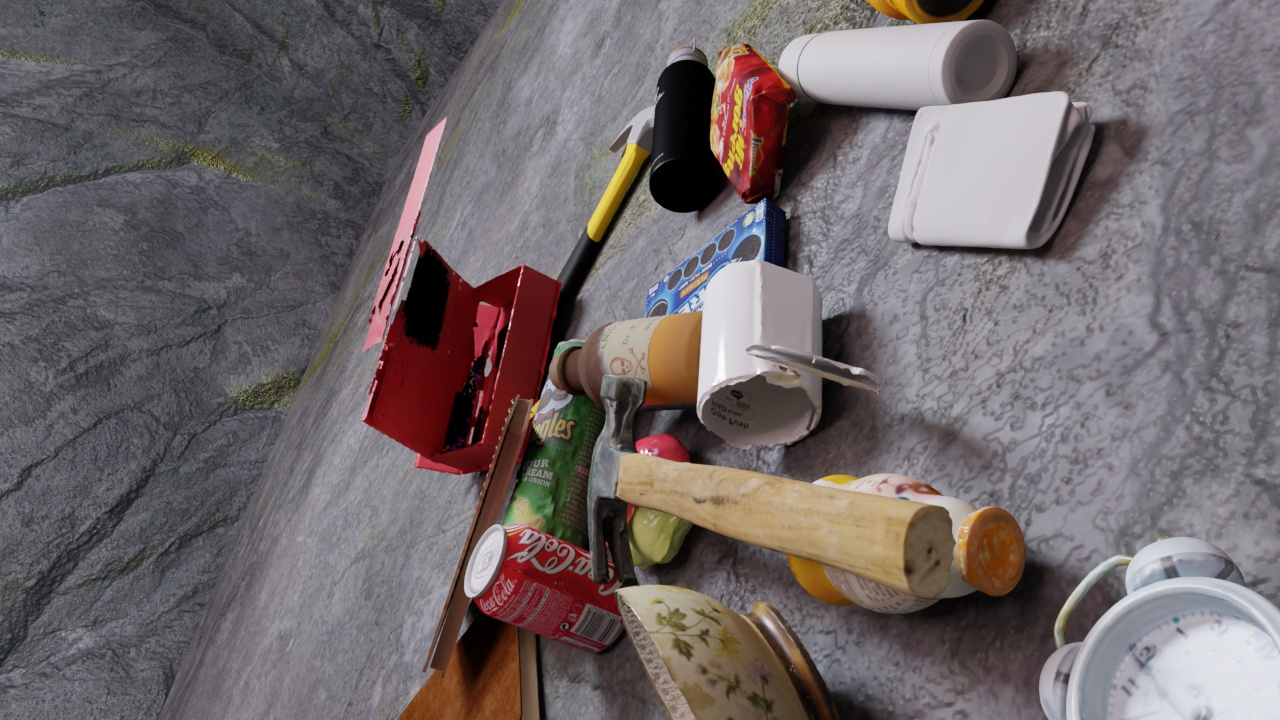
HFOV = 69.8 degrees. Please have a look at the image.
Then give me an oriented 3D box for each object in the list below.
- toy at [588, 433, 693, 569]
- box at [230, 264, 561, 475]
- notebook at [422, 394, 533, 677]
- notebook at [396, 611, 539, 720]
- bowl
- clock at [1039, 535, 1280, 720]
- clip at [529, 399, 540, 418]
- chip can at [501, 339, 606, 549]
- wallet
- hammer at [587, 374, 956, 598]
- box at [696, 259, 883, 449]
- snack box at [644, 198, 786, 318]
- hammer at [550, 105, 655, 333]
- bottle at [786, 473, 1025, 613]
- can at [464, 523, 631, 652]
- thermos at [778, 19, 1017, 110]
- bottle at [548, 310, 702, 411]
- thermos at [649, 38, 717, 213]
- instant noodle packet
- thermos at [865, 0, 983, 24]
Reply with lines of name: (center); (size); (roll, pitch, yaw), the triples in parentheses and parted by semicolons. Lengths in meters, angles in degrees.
toy: (-0.001, 0.092, 0.648); (0.092, 0.045, 0.135); (-57, 30, 6)
box: (-0.323, 0.017, 1.076); (0.512, 0.141, 0.215); (-5, 65, 33)
notebook: (-0.135, 0.141, 0.794); (0.169, 0.022, 0.210); (-122, 51, -82)
notebook: (-0.151, 0.305, 0.745); (0.226, 0.024, 0.167); (-53, 24, 20)
bowl: (0.047, 0.158, 0.427); (0.063, 0.145, 0.145); (-26, 21, -12)
clock: (0.173, 0.104, 0.285); (0.083, 0.057, 0.117); (-57, 17, 11)
clip: (-0.091, 0.053, 0.889); (0.054, 0.044, 0.049); (-42, 6, 34)
chip can: (-0.064, 0.096, 0.735); (0.076, 0.075, 0.222); (-25, 44, 53)
wallet: (0.189, -0.100, 0.505); (0.116, 0.032, 0.086); (30, 102, 64)
hammer: (0.037, 0.072, 0.470); (0.331, 0.033, 0.132); (176, 104, -68)
box: (0.083, -0.011, 0.532); (0.144, 0.083, 0.137); (128, 156, -50)
snack box: (0.054, -0.053, 0.717); (0.151, 0.027, 0.082); (-37, 35, 44)
hammer: (-0.055, -0.137, 1.022); (0.323, 0.029, 0.127); (-61, 24, 3)
bottle: (0.115, 0.082, 0.410); (0.109, 0.063, 0.063); (-14, 52, 61)
can: (-0.062, 0.155, 0.630); (0.064, 0.104, 0.064); (-45, 29, 33)
thermos: (0.162, -0.201, 0.630); (0.052, 0.052, 0.224); (-59, 24, 6)
bottle: (-0.004, 0.004, 0.672); (0.157, 0.068, 0.067); (-5, 58, 41)
thermos: (0.044, -0.239, 0.892); (0.061, 0.061, 0.230); (-41, 31, 38)
instant noodle packet: (0.087, -0.194, 0.747); (0.135, 0.039, 0.099); (-105, 19, -55)
thermos: (0.186, -0.309, 0.670); (0.092, 0.076, 0.232); (-47, 27, 23)
